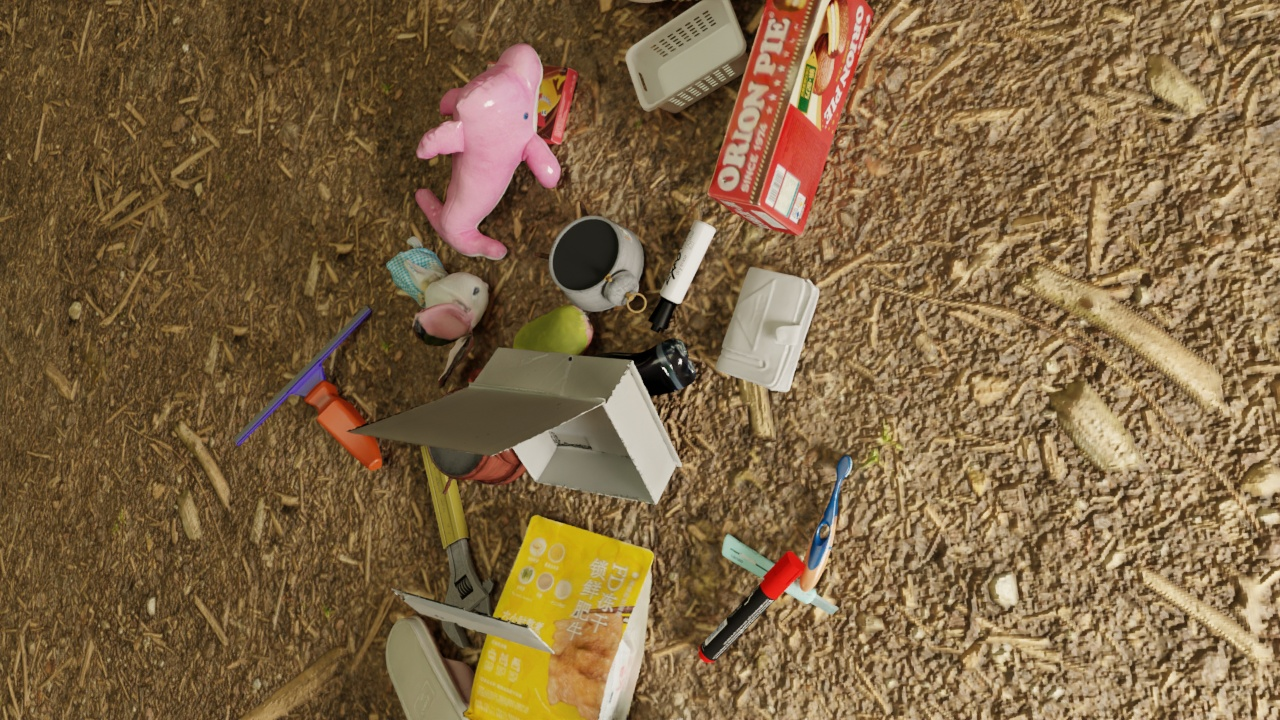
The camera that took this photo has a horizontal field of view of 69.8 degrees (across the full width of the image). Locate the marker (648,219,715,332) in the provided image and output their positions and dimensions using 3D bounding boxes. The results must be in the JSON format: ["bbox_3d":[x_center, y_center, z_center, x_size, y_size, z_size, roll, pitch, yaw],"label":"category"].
[{"bbox_3d":[0.042,-0.088,0.974,0.025,0.025,0.126,30,99,30],"label":"marker"}]

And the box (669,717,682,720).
[{"bbox_3d":[0.052,0.418,0.879,0.124,0.136,0.109,25,96,-10],"label":"box"}]

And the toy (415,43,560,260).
[{"bbox_3d":[-0.196,-0.243,1.064,0.187,0.127,0.266,38,121,19],"label":"toy"}]

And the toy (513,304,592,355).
[{"bbox_3d":[-0.097,-0.014,1.027,0.110,0.051,0.090,-40,59,32],"label":"toy"}]

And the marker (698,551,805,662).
[{"bbox_3d":[0.104,0.240,0.884,0.145,0.021,0.023,-52,46,23],"label":"marker"}]

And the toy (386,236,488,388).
[{"bbox_3d":[-0.239,-0.078,1.118,0.105,0.131,0.205,-20,51,-13],"label":"toy"}]

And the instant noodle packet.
[{"bbox_3d":[-0.078,0.289,0.970,0.163,0.084,0.221,10,83,32],"label":"instant noodle packet"}]

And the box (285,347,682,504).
[{"bbox_3d":[-0.114,0.058,0.845,0.167,0.368,0.150,5,87,31],"label":"box"}]

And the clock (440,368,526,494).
[{"bbox_3d":[-0.176,0.076,1.047,0.158,0.072,0.120,-36,66,27],"label":"clock"}]

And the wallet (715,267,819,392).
[{"bbox_3d":[0.123,-0.032,0.914,0.086,0.032,0.116,15,91,34],"label":"wallet"}]

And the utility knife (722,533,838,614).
[{"bbox_3d":[0.133,0.209,0.886,0.129,0.015,0.022,28,96,27],"label":"utility knife"}]

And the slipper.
[{"bbox_3d":[-0.217,0.403,1.039,0.274,0.054,0.114,50,118,39],"label":"slipper"}]

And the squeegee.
[{"bbox_3d":[-0.389,0.076,1.191,0.249,0.055,0.185,-46,62,-2],"label":"squeegee"}]

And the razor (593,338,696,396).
[{"bbox_3d":[-0.006,0.006,0.978,0.141,0.053,0.063,-2,45,36],"label":"razor"}]

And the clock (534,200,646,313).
[{"bbox_3d":[-0.042,-0.100,1.007,0.104,0.056,0.148,-48,58,6],"label":"clock"}]

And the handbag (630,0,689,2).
[{"bbox_3d":[0.041,-0.487,0.967,0.211,0.103,0.208,-10,60,29],"label":"handbag"}]

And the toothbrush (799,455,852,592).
[{"bbox_3d":[0.176,0.154,0.865,0.021,0.017,0.135,18,92,34],"label":"toothbrush"}]

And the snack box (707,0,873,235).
[{"bbox_3d":[0.147,-0.250,0.883,0.060,0.113,0.236,19,93,32],"label":"snack box"}]

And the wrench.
[{"bbox_3d":[-0.227,0.202,1.097,0.084,0.018,0.273,-27,70,25],"label":"wrench"}]

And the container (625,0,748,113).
[{"bbox_3d":[0.056,-0.322,0.984,0.129,0.049,0.080,-25,71,26],"label":"container"}]

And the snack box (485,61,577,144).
[{"bbox_3d":[-0.142,-0.314,1.117,0.133,0.021,0.089,15,93,32],"label":"snack box"}]
